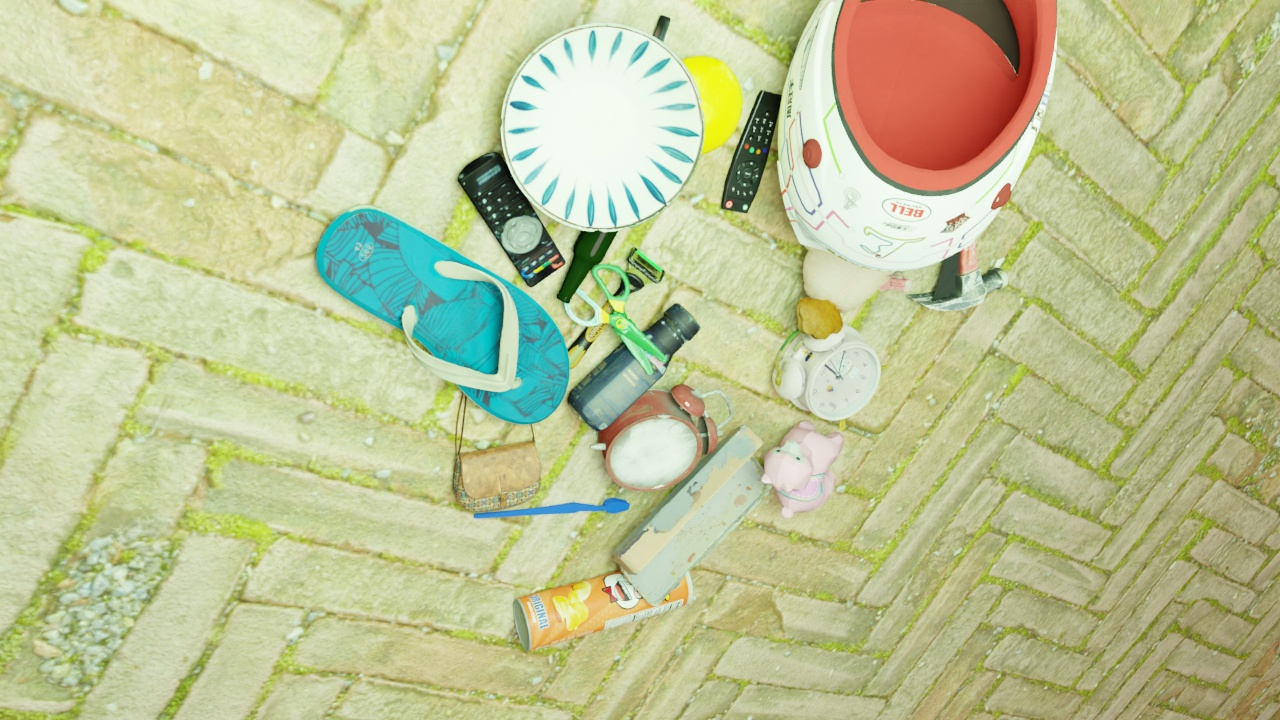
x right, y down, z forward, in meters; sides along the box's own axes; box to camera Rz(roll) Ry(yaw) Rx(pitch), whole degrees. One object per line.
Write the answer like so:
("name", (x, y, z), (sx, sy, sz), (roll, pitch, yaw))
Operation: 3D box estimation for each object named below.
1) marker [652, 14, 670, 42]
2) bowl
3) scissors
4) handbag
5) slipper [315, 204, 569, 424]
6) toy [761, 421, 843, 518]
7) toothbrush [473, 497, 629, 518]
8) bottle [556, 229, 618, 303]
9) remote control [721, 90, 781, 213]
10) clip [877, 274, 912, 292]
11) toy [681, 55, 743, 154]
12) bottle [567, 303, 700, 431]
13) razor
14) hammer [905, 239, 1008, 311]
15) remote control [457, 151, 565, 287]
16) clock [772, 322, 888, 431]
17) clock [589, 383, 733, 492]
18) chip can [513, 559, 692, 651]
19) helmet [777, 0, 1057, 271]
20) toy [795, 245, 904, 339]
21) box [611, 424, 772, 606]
("marker", (0.004, -0.260, 0.857), (0.015, 0.018, 0.123), (10, 111, -30))
("bowl", (-0.036, -0.210, 0.820), (0.177, 0.070, 0.177), (-4, 114, -8))
("scissors", (-0.028, -0.031, 0.935), (0.078, 0.013, 0.132), (-29, 98, 3))
("handbag", (-0.148, 0.068, 0.950), (0.093, 0.043, 0.196), (-9, 116, -24))
("slipper", (-0.165, -0.036, 0.859), (0.295, 0.060, 0.118), (39, 82, -34))
("toy", (0.191, 0.134, 1.106), (0.157, 0.067, 0.123), (-30, 134, -53))
("toothbrush", (-0.100, 0.170, 1.049), (0.186, 0.011, 0.017), (1, 116, -25))
("bottle", (-0.048, -0.112, 0.903), (0.033, 0.033, 0.123), (21, 106, -35))
("remote control", (0.115, -0.214, 0.945), (0.039, 0.010, 0.125), (4, 114, -29))
("clip", (0.296, -0.097, 1.105), (0.059, 0.039, 0.023), (8, 109, -26))
("toy", (0.055, -0.243, 0.880), (0.094, 0.041, 0.095), (19, 107, -29))
("bottle", (-0.006, 0.006, 0.975), (0.161, 0.056, 0.056), (-43, 127, 0))
("razor", (-0.035, -0.049, 0.952), (0.044, 0.021, 0.144), (37, 95, -19))
("hammer", (0.377, -0.204, 1.075), (0.140, 0.036, 0.327), (-22, 124, -17))
("remote control", (-0.120, -0.131, 0.864), (0.045, 0.021, 0.140), (-35, 132, -5))
("clock", (0.218, 0.008, 1.092), (0.158, 0.059, 0.117), (31, 99, -36))
("clock", (0.027, 0.077, 1.024), (0.157, 0.061, 0.110), (-26, 127, 4))
("chip can", (-0.044, 0.292, 1.110), (0.210, 0.062, 0.062), (-10, 120, -23))
("helmet", (0.249, -0.239, 0.866), (0.231, 0.236, 0.314), (13, 91, 1))
("toy", (0.228, -0.103, 1.023), (0.132, 0.076, 0.176), (32, 91, -19))
("box", (0.071, 0.185, 1.074), (0.094, 0.121, 0.216), (44, 75, 6))
